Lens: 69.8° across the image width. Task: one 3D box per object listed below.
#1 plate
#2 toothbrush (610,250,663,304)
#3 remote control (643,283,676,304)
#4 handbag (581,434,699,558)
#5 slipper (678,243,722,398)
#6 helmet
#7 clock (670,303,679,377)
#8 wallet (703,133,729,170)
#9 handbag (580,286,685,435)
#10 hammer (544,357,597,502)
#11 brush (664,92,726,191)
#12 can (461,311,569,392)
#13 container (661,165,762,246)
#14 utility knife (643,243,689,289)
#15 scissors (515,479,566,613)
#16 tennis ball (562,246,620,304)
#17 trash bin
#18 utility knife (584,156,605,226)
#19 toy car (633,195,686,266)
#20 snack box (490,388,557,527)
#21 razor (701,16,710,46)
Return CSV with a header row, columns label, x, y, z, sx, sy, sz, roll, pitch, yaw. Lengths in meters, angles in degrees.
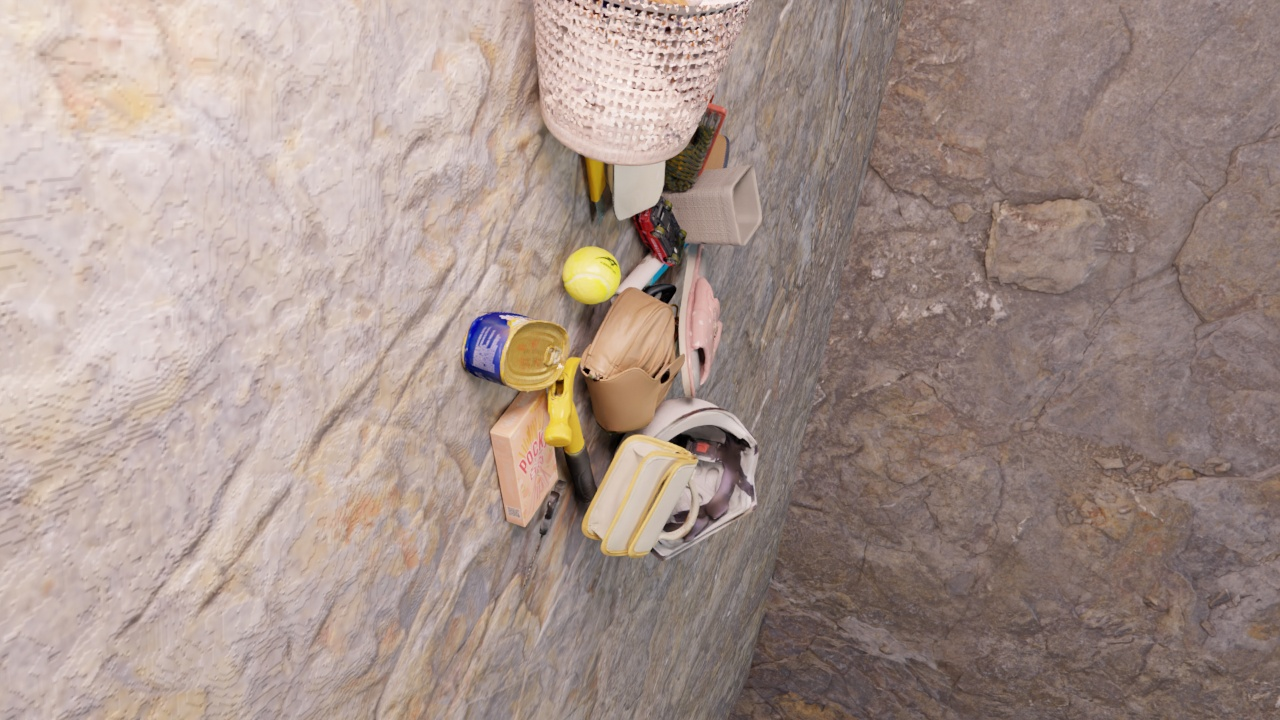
label,x,y,z,sx,sy,sz,roll,pitch,yaw
plate,-0.007,-0.256,1.090,0.163,0.034,0.164,-39,141,-60
toothbrush,0.017,-0.135,1.269,0.220,0.027,0.026,-52,128,-47
remote control,0.014,-0.085,1.294,0.053,0.024,0.136,-54,169,22
handbag,0.025,0.197,1.263,0.178,0.063,0.163,17,104,-41
slipper,0.089,-0.062,1.330,0.114,0.054,0.273,79,13,-49
helmet,0.052,0.156,1.384,0.228,0.146,0.259,-30,125,-14
clock,0.033,-0.026,1.362,0.082,0.055,0.122,10,94,-71
wallet,0.099,-0.299,1.365,0.115,0.033,0.090,-10,112,-68
handbag,-0.007,0.007,1.188,0.147,0.100,0.205,-55,160,-21
hammer,-0.082,0.103,1.135,0.301,0.033,0.128,85,6,-58
brush,0.065,-0.285,1.197,0.146,0.063,0.069,111,-5,-59
can,-0.124,-0.010,0.934,0.148,0.049,0.074,0,105,-71
container,0.097,-0.214,1.276,0.090,0.114,0.090,-52,137,-47
utility knife,0.039,-0.150,1.335,0.161,0.018,0.034,-53,153,-44
scissors,-0.126,0.226,1.152,0.159,0.014,0.179,-70,180,-45
tennis ball,-0.055,-0.096,1.035,0.065,0.065,0.065,17,89,-71
trash bin,-0.006,-0.294,0.824,0.226,0.227,0.193,-57,167,-41
utility knife,-0.054,-0.224,1.011,0.033,0.015,0.193,-56,155,-34
toy car,0.027,-0.173,1.226,0.120,0.045,0.052,53,51,-55
snack box,-0.131,0.110,1.051,0.157,0.026,0.084,89,25,-42
razor,0.086,-0.403,1.245,0.043,0.028,0.133,-113,-151,-69
